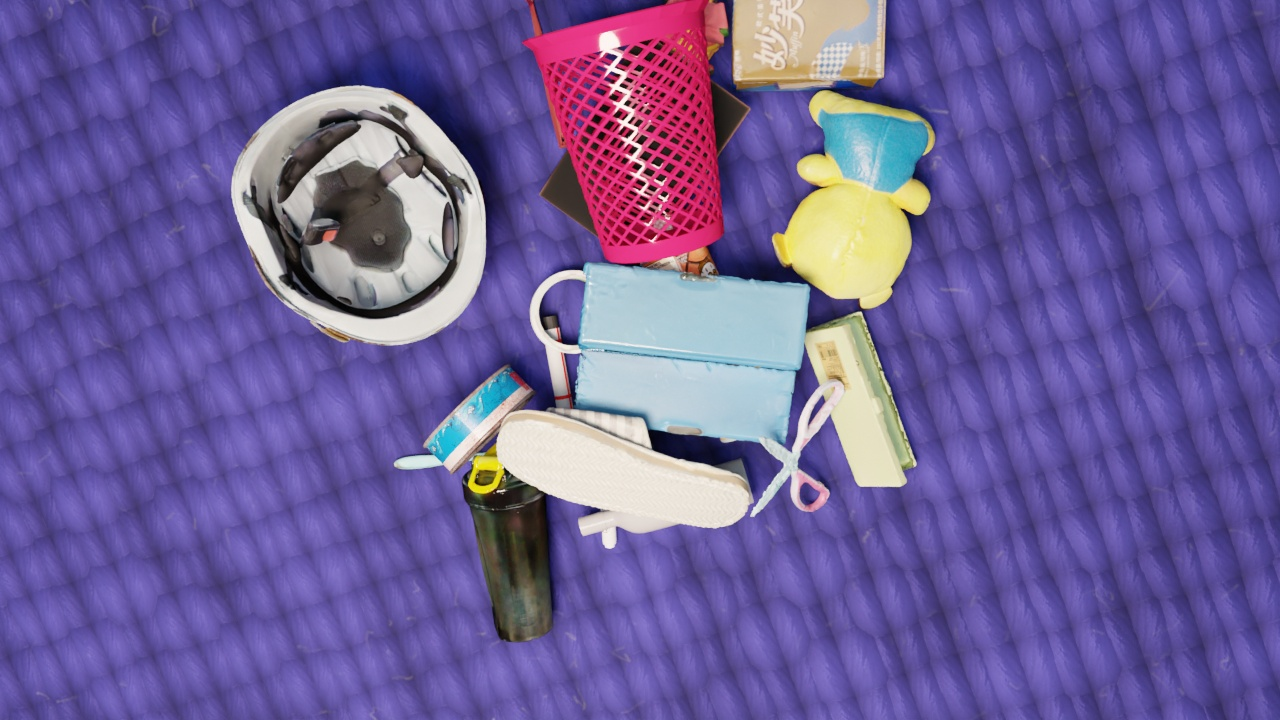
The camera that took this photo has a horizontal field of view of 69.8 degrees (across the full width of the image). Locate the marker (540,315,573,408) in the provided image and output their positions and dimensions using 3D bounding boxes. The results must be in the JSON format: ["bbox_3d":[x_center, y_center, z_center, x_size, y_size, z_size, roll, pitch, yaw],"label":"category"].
[{"bbox_3d":[-0.092,0.021,1.051,0.019,0.019,0.145,-9,96,6],"label":"marker"}]

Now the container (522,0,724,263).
[{"bbox_3d":[0.000,-0.224,0.917,0.183,0.183,0.226,-11,109,7],"label":"container"}]

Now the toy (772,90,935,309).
[{"bbox_3d":[0.226,-0.169,0.967,0.149,0.084,0.214,16,95,5],"label":"toy"}]

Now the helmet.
[{"bbox_3d":[-0.287,-0.146,0.978,0.236,0.164,0.264,-36,101,-6],"label":"helmet"}]

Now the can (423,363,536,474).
[{"bbox_3d":[-0.176,0.064,1.008,0.130,0.130,0.044,-44,91,8],"label":"can"}]

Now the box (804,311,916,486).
[{"bbox_3d":[0.238,0.045,1.007,0.078,0.090,0.188,-19,97,28],"label":"box"}]

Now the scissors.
[{"bbox_3d":[0.175,0.102,0.985,0.013,0.170,0.172,34,88,46],"label":"scissors"}]

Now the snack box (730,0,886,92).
[{"bbox_3d":[0.173,-0.389,0.953,0.155,0.069,0.203,1,97,6],"label":"snack box"}]

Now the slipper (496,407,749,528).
[{"bbox_3d":[-0.016,0.112,0.964,0.272,0.053,0.115,19,127,-6],"label":"slipper"}]

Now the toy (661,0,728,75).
[{"bbox_3d":[0.055,-0.358,0.983,0.084,0.046,0.103,-1,95,27],"label":"toy"}]

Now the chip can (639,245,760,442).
[{"bbox_3d":[0.078,-0.023,1.002,0.075,0.075,0.215,-24,94,8],"label":"chip can"}]

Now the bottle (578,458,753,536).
[{"bbox_3d":[0.026,0.161,1.033,0.195,0.052,0.052,-16,95,3],"label":"bottle"}]

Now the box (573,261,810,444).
[{"bbox_3d":[0.050,-0.005,0.945,0.231,0.047,0.177,5,97,2],"label":"box"}]

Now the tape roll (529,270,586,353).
[{"bbox_3d":[-0.077,-0.054,1.029,0.093,0.018,0.094,0,92,-11],"label":"tape roll"}]

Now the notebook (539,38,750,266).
[{"bbox_3d":[0.001,-0.227,1.003,0.141,0.008,0.209,36,108,1],"label":"notebook"}]

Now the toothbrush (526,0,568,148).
[{"bbox_3d":[-0.106,-0.330,1.014,0.016,0.016,0.190,-13,95,6],"label":"toothbrush"}]

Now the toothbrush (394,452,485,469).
[{"bbox_3d":[-0.203,0.114,1.075,0.181,0.016,0.016,-6,97,7],"label":"toothbrush"}]

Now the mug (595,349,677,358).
[{"bbox_3d":[-0.006,0.006,1.005,0.088,0.078,0.114,4,116,5],"label":"mug"}]

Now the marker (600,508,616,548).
[{"bbox_3d":[-0.038,0.153,1.061,0.020,0.017,0.133,0,97,25],"label":"marker"}]

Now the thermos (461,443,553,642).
[{"bbox_3d":[-0.144,0.203,1.033,0.098,0.098,0.221,-3,105,6],"label":"thermos"}]
